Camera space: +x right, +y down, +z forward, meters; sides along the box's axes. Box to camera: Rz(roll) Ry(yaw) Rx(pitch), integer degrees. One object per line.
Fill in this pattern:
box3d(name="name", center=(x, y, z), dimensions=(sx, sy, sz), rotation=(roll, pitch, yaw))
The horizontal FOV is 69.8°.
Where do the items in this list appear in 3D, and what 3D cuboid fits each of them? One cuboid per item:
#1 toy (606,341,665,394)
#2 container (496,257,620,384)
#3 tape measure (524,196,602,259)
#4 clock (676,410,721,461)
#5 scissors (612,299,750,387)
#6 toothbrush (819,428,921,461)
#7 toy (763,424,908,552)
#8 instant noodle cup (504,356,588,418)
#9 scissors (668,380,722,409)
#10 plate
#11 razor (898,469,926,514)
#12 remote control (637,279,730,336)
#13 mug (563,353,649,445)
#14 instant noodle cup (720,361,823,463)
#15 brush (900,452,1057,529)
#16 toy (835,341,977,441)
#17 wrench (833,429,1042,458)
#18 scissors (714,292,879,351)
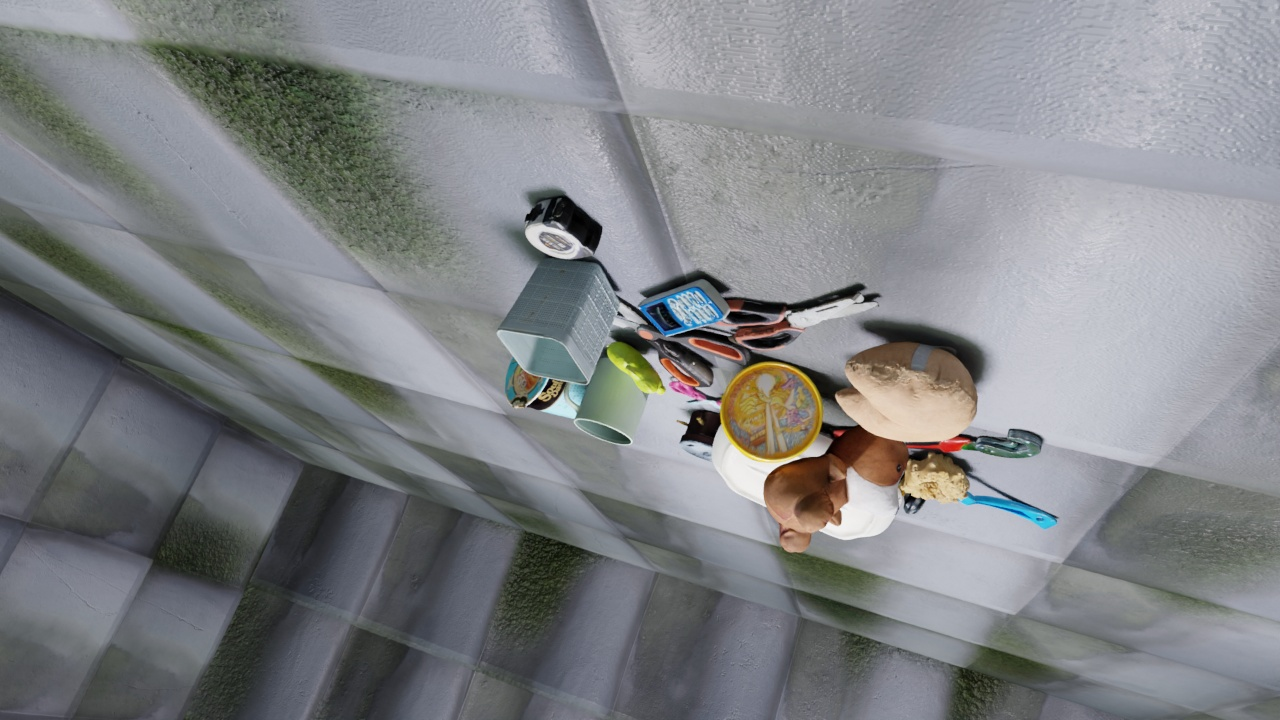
box3d(name="toy", center=(-0.007, 0.007, 1.165), dimensions=(0.100, 0.031, 0.096), rotation=(42, -171, 18))
box3d(name="container", center=(-0.084, -0.047, 1.014), dimensions=(0.090, 0.111, 0.090), rotation=(11, 151, 28))
box3d(name="tape measure", center=(-0.081, -0.131, 0.915), dimensions=(0.066, 0.033, 0.065), rotation=(-1, 150, 41))
box3d(name="clock", center=(0.114, 0.119, 1.363), dimensions=(0.122, 0.055, 0.082), rotation=(28, 159, -24))
box3d(name="scissors", center=(0.031, -0.030, 1.103), dimensions=(0.228, 0.021, 0.221), rotation=(6, 151, 33))
box3d(name="toothbrush", center=(0.317, 0.123, 1.234), dimensions=(0.181, 0.018, 0.016), rotation=(16, 156, 8))
box3d(name="toy", center=(0.248, 0.144, 1.096), dimensions=(0.130, 0.199, 0.140), rotation=(50, 156, 16))
box3d(name="instant noodle cup", center=(-0.111, 0.033, 1.290), dimensions=(0.120, 0.111, 0.111), rotation=(25, 162, -36))
box3d(name="scissors", center=(0.097, 0.056, 1.274), dimensions=(0.134, 0.017, 0.134), rotation=(25, 164, -26))
box3d(name="plate", center=(0.219, 0.166, 1.253), dimensions=(0.266, 0.034, 0.162), rotation=(24, 130, 10))
box3d(name="razor", center=(0.332, 0.177, 1.310), dimensions=(0.168, 0.062, 0.068), rotation=(11, 133, 37))
box3d(name="remote control", center=(0.046, -0.057, 0.990), dimensions=(0.049, 0.024, 0.125), rotation=(48, 151, -17))
box3d(name="mug", center=(-0.046, 0.044, 1.238), dimensions=(0.111, 0.106, 0.082), rotation=(24, 161, -11))
box3d(name="instant noodle cup", center=(0.156, 0.071, 1.115), dimensions=(0.118, 0.118, 0.114), rotation=(17, 168, 8))
box3d(name="brush", center=(0.454, 0.181, 1.223), dimensions=(0.254, 0.045, 0.083), rotation=(20, 142, -19))
box3d(name="toy", center=(0.282, 0.046, 0.979), dimensions=(0.143, 0.082, 0.226), rotation=(21, 164, 12))
box3d(name="wrench", center=(0.358, 0.100, 1.130), dimensions=(0.274, 0.016, 0.056), rotation=(-3, 147, 47))
box3d(name="scissors", center=(0.147, -0.048, 0.941), dimensions=(0.199, 0.015, 0.205), rotation=(16, 160, 13))
